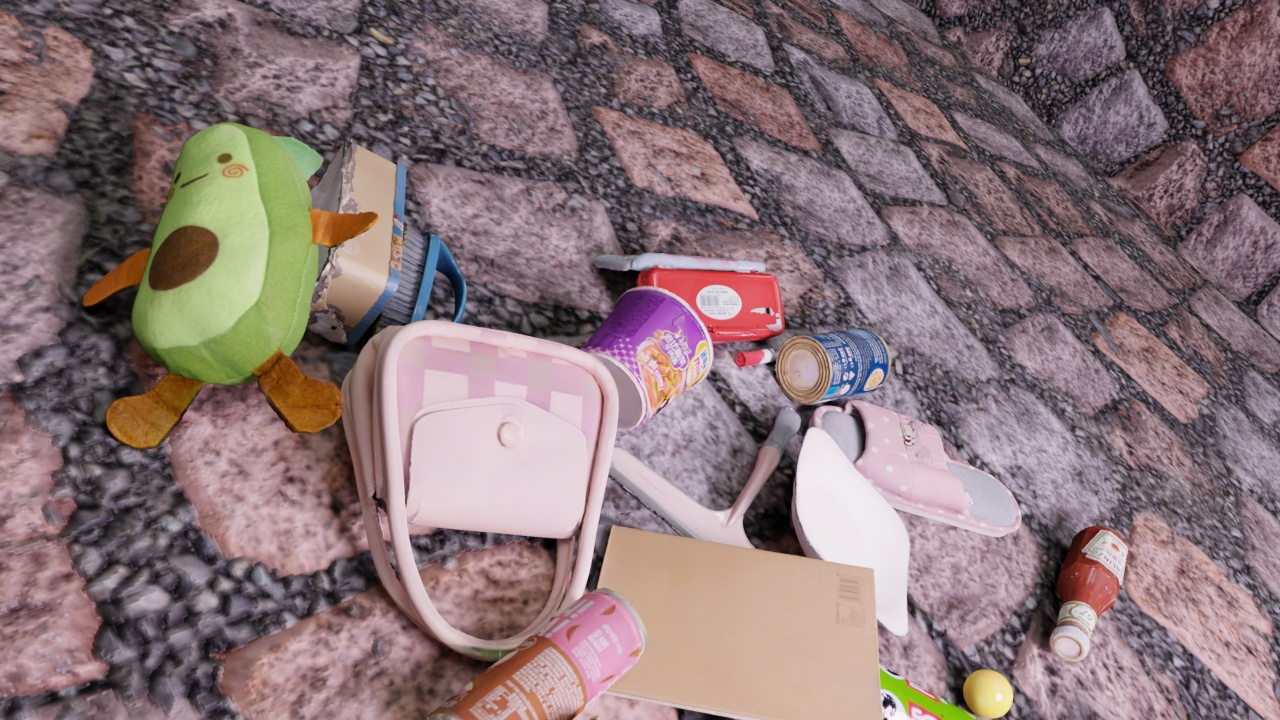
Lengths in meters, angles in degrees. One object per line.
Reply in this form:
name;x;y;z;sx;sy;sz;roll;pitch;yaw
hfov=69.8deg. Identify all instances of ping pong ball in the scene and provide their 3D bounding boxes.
ping pong ball;0.301;0.289;0.796;0.040;0.040;0.040;21;40;-19

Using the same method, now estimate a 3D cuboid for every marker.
marker;0.159;-0.008;1.025;0.145;0.017;0.017;-8;55;-42

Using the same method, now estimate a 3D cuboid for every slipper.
slipper;0.301;0.112;0.974;0.274;0.055;0.114;24;39;-16

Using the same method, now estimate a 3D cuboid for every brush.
brush;-0.184;-0.054;0.776;0.073;0.055;0.143;19;40;-20

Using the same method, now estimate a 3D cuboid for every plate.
plate;0.183;0.155;0.828;0.163;0.034;0.163;47;32;-14

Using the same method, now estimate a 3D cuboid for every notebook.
notebook;0.069;0.193;0.672;0.211;0.012;0.149;8;37;5

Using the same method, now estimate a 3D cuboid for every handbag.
handbag;-0.109;0.095;0.654;0.193;0.094;0.233;13;60;-35

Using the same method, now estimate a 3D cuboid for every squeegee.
squeegee;0.114;0.098;0.859;0.247;0.040;0.248;38;36;3

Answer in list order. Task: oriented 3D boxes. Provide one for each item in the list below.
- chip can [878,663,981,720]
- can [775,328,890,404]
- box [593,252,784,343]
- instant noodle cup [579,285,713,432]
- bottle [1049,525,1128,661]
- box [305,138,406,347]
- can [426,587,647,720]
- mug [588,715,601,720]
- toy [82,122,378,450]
chip can;0.219;0.291;0.706;0.236;0.072;0.072;30;37;-8
can;0.210;0.005;1.001;0.111;0.075;0.075;-7;54;-41
box;0.054;-0.073;0.997;0.201;0.098;0.118;-3;83;-41
instant noodle cup;-0.005;0.005;0.817;0.111;0.112;0.099;40;46;5
bottle;0.465;0.242;0.957;0.060;0.060;0.205;45;38;12
box;-0.240;-0.103;0.755;0.060;0.090;0.184;27;38;-32
can;-0.062;0.205;0.578;0.058;0.058;0.146;47;45;15
mug;-0.023;0.286;0.525;0.106;0.082;0.114;41;64;5
toy;-0.283;-0.061;0.630;0.227;0.090;0.246;-11;67;5
